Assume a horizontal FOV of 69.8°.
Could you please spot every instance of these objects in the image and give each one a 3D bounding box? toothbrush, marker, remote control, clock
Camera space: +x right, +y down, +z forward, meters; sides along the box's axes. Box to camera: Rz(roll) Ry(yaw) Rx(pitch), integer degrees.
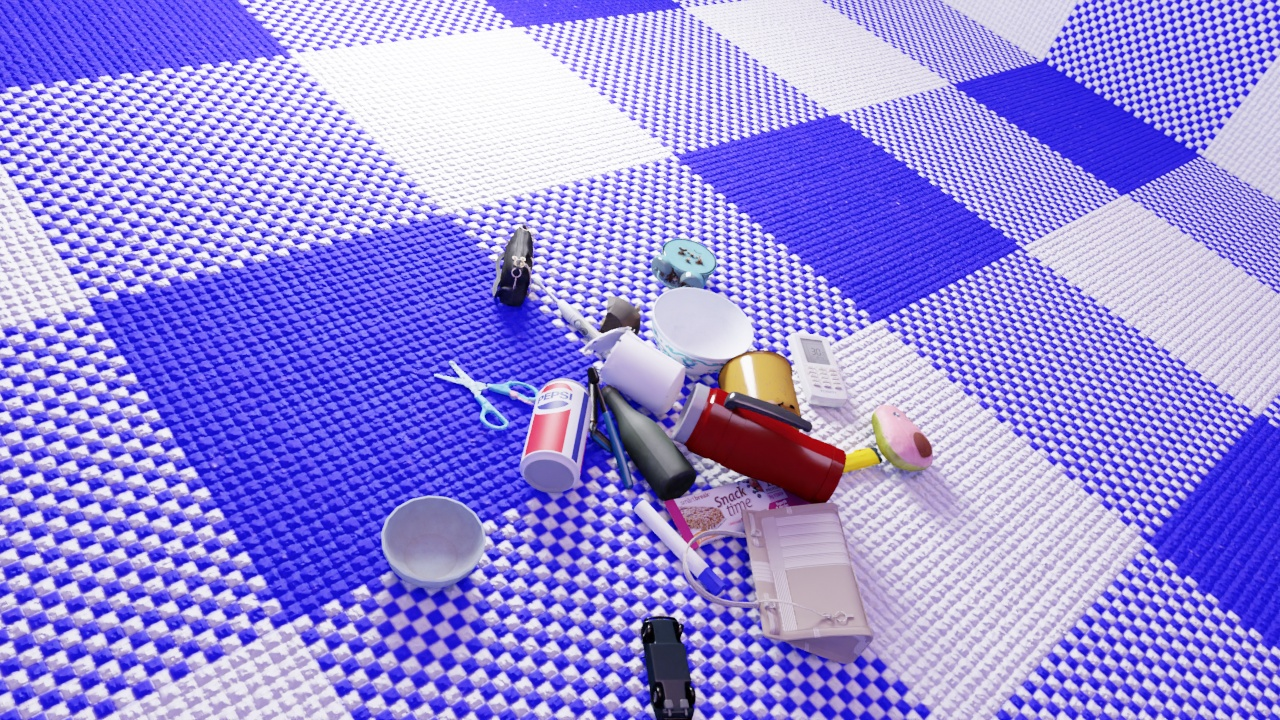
[{"bbox_3d":[-0.092,-0.060,1.291,0.185,0.022,0.024,45,29,24],"label":"toothbrush"},{"bbox_3d":[0.043,0.212,1.054,0.020,0.020,0.141,-25,58,-39],"label":"marker"},{"bbox_3d":[0.258,0.013,1.343,0.060,0.026,0.138,7,43,-14],"label":"remote control"},{"bbox_3d":[0.065,-0.139,1.411,0.090,0.053,0.124,29,42,12],"label":"clock"},{"bbox_3d":[-0.037,0.082,1.137,0.014,0.014,0.167,18,47,-56],"label":"toothbrush"}]

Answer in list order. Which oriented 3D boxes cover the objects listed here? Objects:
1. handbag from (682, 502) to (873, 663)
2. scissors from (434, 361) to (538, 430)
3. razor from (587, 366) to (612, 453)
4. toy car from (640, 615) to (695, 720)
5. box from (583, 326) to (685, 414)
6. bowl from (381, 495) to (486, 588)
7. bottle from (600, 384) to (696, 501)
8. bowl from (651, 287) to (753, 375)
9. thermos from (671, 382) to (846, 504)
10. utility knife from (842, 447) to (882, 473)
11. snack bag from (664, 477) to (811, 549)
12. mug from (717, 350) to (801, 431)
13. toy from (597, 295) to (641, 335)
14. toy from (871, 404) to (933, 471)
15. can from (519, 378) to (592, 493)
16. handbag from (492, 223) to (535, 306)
[{"bbox_3d":[0.142,0.238,1.031,0.198,0.062,0.175,9,43,-13],"label":"handbag"},{"bbox_3d":[-0.200,0.047,1.148,0.141,0.015,0.111,11,41,0],"label":"scissors"},{"bbox_3d":[-0.059,0.060,1.180,0.043,0.022,0.144,47,21,-36],"label":"razor"},{"bbox_3d":[0.027,0.313,0.931,0.046,0.034,0.112,5,45,-16],"label":"toy car"},{"bbox_3d":[-0.008,0.003,1.203,0.143,0.089,0.080,29,6,5],"label":"box"},{"bbox_3d":[-0.217,0.196,0.959,0.106,0.039,0.106,11,42,-10],"label":"bowl"},{"bbox_3d":[0.001,0.094,1.139,0.055,0.055,0.174,-15,50,-32],"label":"bottle"},{"bbox_3d":[0.077,-0.027,1.280,0.144,0.074,0.143,11,42,-10],"label":"bowl"},{"bbox_3d":[0.147,0.095,1.109,0.198,0.108,0.083,25,45,-1],"label":"thermos"},{"bbox_3d":[0.228,0.143,1.200,0.223,0.019,0.030,-7,43,-29],"label":"utility knife"},{"bbox_3d":[0.127,0.175,1.120,0.196,0.016,0.070,-12,56,-27],"label":"snack bag"},{"bbox_3d":[0.147,0.059,1.209,0.124,0.100,0.094,-21,44,16],"label":"mug"},{"bbox_3d":[-0.025,-0.059,1.290,0.063,0.076,0.099,-12,15,22],"label":"toy"},{"bbox_3d":[0.353,0.105,1.259,0.090,0.051,0.110,12,34,-31],"label":"toy"},{"bbox_3d":[-0.099,0.088,1.094,0.070,0.070,0.131,14,42,-6],"label":"can"},{"bbox_3d":[-0.176,-0.136,1.296,0.054,0.079,0.128,10,42,-10],"label":"handbag"}]
